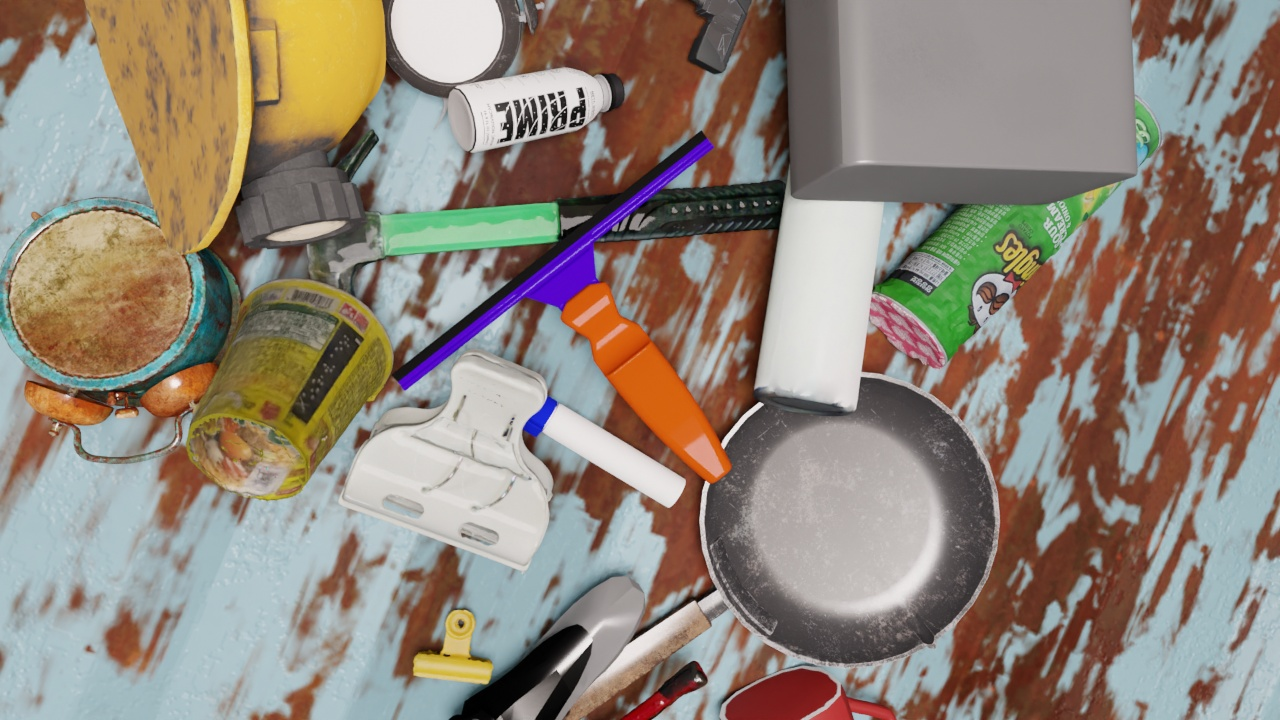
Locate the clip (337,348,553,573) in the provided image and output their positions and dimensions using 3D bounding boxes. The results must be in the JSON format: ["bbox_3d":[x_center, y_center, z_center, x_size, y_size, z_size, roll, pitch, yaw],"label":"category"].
[{"bbox_3d":[-0.111,0.070,0.566,0.126,0.109,0.151,23,133,-11],"label":"clip"}]

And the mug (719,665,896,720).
[{"bbox_3d":[0.125,0.270,0.632,0.116,0.080,0.096,-21,95,-13],"label":"mug"}]

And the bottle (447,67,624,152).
[{"bbox_3d":[-0.063,-0.165,0.593,0.115,0.041,0.041,-20,96,-28],"label":"bottle"}]

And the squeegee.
[{"bbox_3d":[-0.004,0.004,0.601,0.249,0.055,0.185,-38,94,1],"label":"squeegee"}]

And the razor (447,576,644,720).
[{"bbox_3d":[-0.056,0.205,0.603,0.156,0.060,0.057,-42,67,-15],"label":"razor"}]

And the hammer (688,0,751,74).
[{"bbox_3d":[-0.067,-0.292,0.564,0.324,0.015,0.095,20,94,-24],"label":"hammer"}]

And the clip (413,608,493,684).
[{"bbox_3d":[-0.125,0.196,0.619,0.054,0.046,0.048,10,116,-7],"label":"clip"}]

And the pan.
[{"bbox_3d":[0.078,0.151,0.639,0.357,0.040,0.207,-33,91,3],"label":"pan"}]

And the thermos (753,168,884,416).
[{"bbox_3d":[0.123,-0.081,0.601,0.068,0.068,0.230,11,81,-8],"label":"thermos"}]

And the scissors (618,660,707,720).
[{"bbox_3d":[-0.011,0.288,0.599,0.199,0.015,0.179,-46,71,7],"label":"scissors"}]

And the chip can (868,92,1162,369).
[{"bbox_3d":[0.258,-0.095,0.636,0.223,0.075,0.075,-43,97,-4],"label":"chip can"}]

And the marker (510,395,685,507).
[{"bbox_3d":[-0.031,0.059,0.626,0.133,0.023,0.027,32,57,-8],"label":"marker"}]

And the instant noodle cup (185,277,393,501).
[{"bbox_3d":[-0.209,0.021,0.542,0.102,0.108,0.102,4,129,5],"label":"instant noodle cup"}]

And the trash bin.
[{"bbox_3d":[0.183,-0.211,0.539,0.191,0.098,0.220,-1,88,-12],"label":"trash bin"}]

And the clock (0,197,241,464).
[{"bbox_3d":[-0.311,-0.015,0.559,0.121,0.073,0.157,-6,82,-8],"label":"clock"}]

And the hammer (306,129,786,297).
[{"bbox_3d":[-0.058,-0.093,0.614,0.318,0.032,0.130,-5,93,-8],"label":"hammer"}]

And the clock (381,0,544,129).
[{"bbox_3d":[-0.117,-0.216,0.576,0.123,0.043,0.091,-43,113,13],"label":"clock"}]

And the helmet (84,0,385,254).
[{"bbox_3d":[-0.211,-0.194,0.508,0.131,0.206,0.255,-16,92,-40],"label":"helmet"}]
